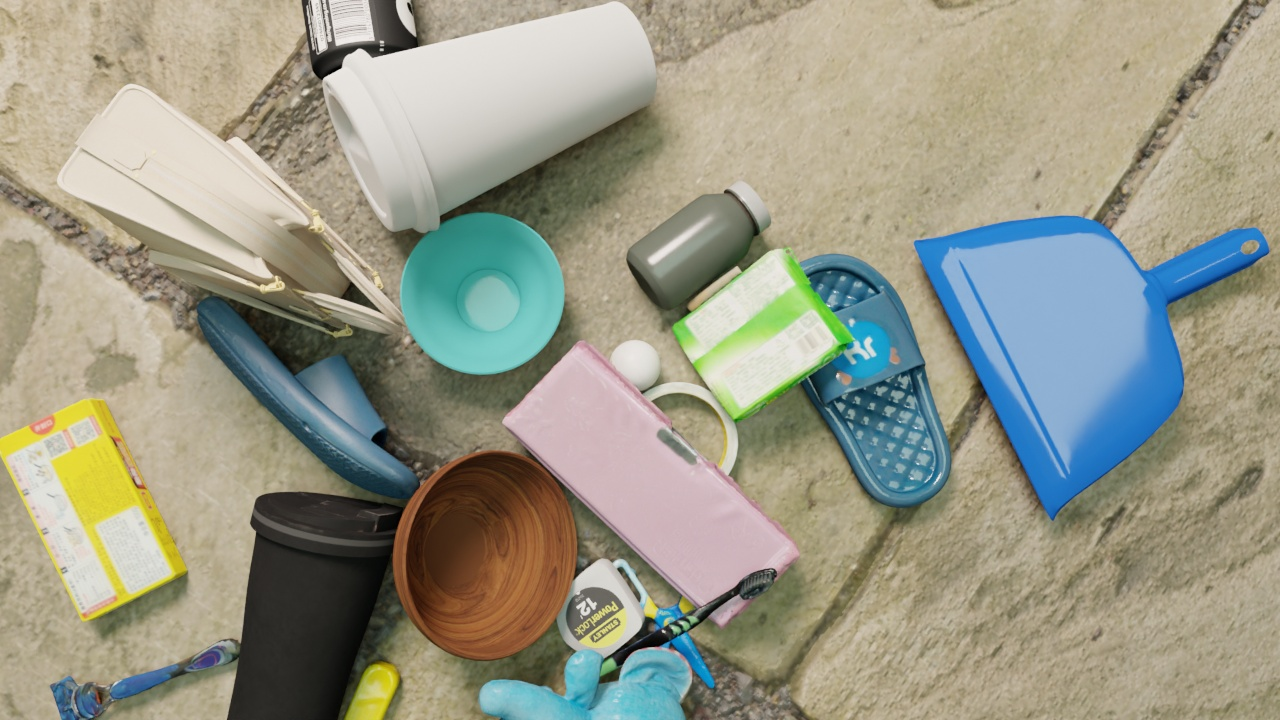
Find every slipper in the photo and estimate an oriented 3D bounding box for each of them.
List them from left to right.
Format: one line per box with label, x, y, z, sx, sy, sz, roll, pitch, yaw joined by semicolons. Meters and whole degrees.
slipper;-0.241;0.027;0.678;0.214;0.104;0.059;40;64;6
slipper;0.183;0.013;0.718;0.103;0.059;0.213;-26;90;-7

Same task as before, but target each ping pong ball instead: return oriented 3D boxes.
ping pong ball;-0.004;0.004;0.715;0.040;0.040;0.040;0;87;-4

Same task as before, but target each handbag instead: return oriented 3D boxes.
handbag;-0.247;-0.074;0.625;0.198;0.195;0.101;31;81;2

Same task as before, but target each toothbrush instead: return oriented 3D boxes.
toothbrush;0.023;0.204;0.687;0.188;0.017;0.014;-34;99;17

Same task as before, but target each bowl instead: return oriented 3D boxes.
bowl;-0.125;0.141;0.677;0.147;0.069;0.147;7;80;-42
bowl;-0.119;-0.049;0.708;0.121;0.046;0.121;0;87;-4

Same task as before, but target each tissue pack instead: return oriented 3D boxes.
tissue pack;0.089;-0.020;0.701;0.114;0.034;0.099;-37;73;18

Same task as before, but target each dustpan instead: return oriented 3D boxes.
dustpan;0.384;-0.040;0.734;0.258;0.059;0.245;-26;89;5

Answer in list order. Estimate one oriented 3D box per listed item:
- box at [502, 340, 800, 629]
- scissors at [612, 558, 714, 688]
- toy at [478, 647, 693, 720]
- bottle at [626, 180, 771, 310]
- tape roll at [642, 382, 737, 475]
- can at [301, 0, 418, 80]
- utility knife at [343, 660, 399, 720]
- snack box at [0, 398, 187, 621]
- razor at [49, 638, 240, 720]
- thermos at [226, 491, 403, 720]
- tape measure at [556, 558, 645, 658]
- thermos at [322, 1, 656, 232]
box;0.008;0.094;0.694;0.233;0.041;0.098;42;100;-4
scissors;0.017;0.202;0.719;0.125;0.016;0.125;21;85;1
toy;-0.051;0.279;0.665;0.180;0.115;0.183;29;84;-23
bottle;0.046;-0.091;0.714;0.108;0.060;0.060;-37;90;-5
tape roll;0.029;0.064;0.725;0.094;0.019;0.094;0;87;-3
can;-0.218;-0.285;0.697;0.080;0.080;0.146;-10;88;-4
utility knife;-0.233;0.323;0.694;0.029;0.020;0.197;24;85;-1
snack box;-0.413;0.111;0.691;0.075;0.025;0.152;-27;89;-5
razor;-0.371;0.239;0.691;0.141;0.018;0.044;-20;88;-4
thermos;-0.245;0.203;0.664;0.106;0.106;0.218;14;91;-3
tape measure;-0.035;0.193;0.707;0.064;0.016;0.065;-38;86;11
thermos;-0.103;-0.188;0.673;0.221;0.132;0.131;-27;89;-18
